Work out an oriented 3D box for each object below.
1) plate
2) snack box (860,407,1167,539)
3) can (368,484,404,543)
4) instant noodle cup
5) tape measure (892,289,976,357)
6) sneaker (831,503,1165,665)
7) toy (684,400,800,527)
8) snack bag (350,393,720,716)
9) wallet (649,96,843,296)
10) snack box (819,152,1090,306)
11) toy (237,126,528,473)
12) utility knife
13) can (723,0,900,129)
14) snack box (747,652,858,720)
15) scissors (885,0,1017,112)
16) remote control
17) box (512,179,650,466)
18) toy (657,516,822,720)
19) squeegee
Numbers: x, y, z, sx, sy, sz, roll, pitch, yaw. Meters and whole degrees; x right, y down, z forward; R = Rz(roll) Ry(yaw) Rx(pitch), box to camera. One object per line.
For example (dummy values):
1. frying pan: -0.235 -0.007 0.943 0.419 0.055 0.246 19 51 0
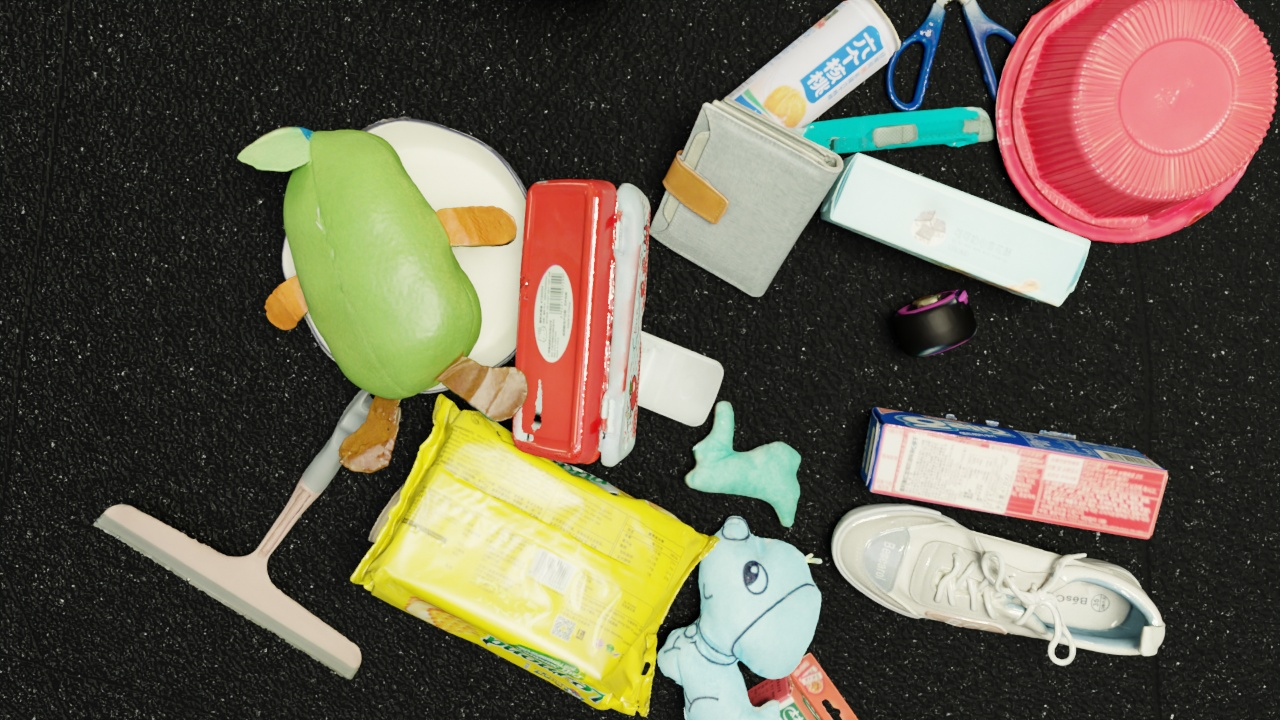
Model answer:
1. plate: -0.170 -0.079 0.713 0.205 0.045 0.205 1 98 6
2. snack box: 0.273 0.081 0.688 0.207 0.057 0.058 9 103 4
3. can: -0.155 0.152 0.742 0.116 0.058 0.058 32 101 0
4. instant noodle cup: 0.349 -0.177 0.627 0.194 0.065 0.194 0 99 2
5. tape measure: 0.216 -0.029 0.675 0.057 0.057 0.039 -22 96 11
6. sneaker: 0.264 0.173 0.687 0.242 0.090 0.089 13 99 4
7. toy: 0.081 0.081 0.722 0.092 0.030 0.096 4 94 3
8. snack bag: -0.078 0.148 0.691 0.246 0.068 0.157 27 70 -4
9. wallet: 0.067 -0.113 0.654 0.106 0.036 0.130 28 139 0
10. snack box: 0.218 -0.094 0.655 0.175 0.074 0.052 21 101 2
11. toy: -0.181 -0.054 0.650 0.227 0.089 0.247 -18 93 19
12. utility knife: 0.169 -0.161 0.656 0.187 0.013 0.029 -7 113 -8
13. can: 0.116 -0.199 0.658 0.135 0.053 0.053 -37 94 10
14. snack box: 0.119 0.324 0.750 0.127 0.044 0.113 -35 94 10
15. scissors: 0.221 -0.254 0.660 0.163 0.012 0.162 -43 92 10
16. remote control: -0.004 0.004 0.722 0.136 0.020 0.056 21 99 2
17. box: -0.027 -0.027 0.671 0.095 0.098 0.201 7 95 38
18. toy: 0.082 0.209 0.722 0.156 0.050 0.161 -29 78 8
19. squeegee: -0.274 0.108 0.754 0.247 0.040 0.250 36 107 -9
